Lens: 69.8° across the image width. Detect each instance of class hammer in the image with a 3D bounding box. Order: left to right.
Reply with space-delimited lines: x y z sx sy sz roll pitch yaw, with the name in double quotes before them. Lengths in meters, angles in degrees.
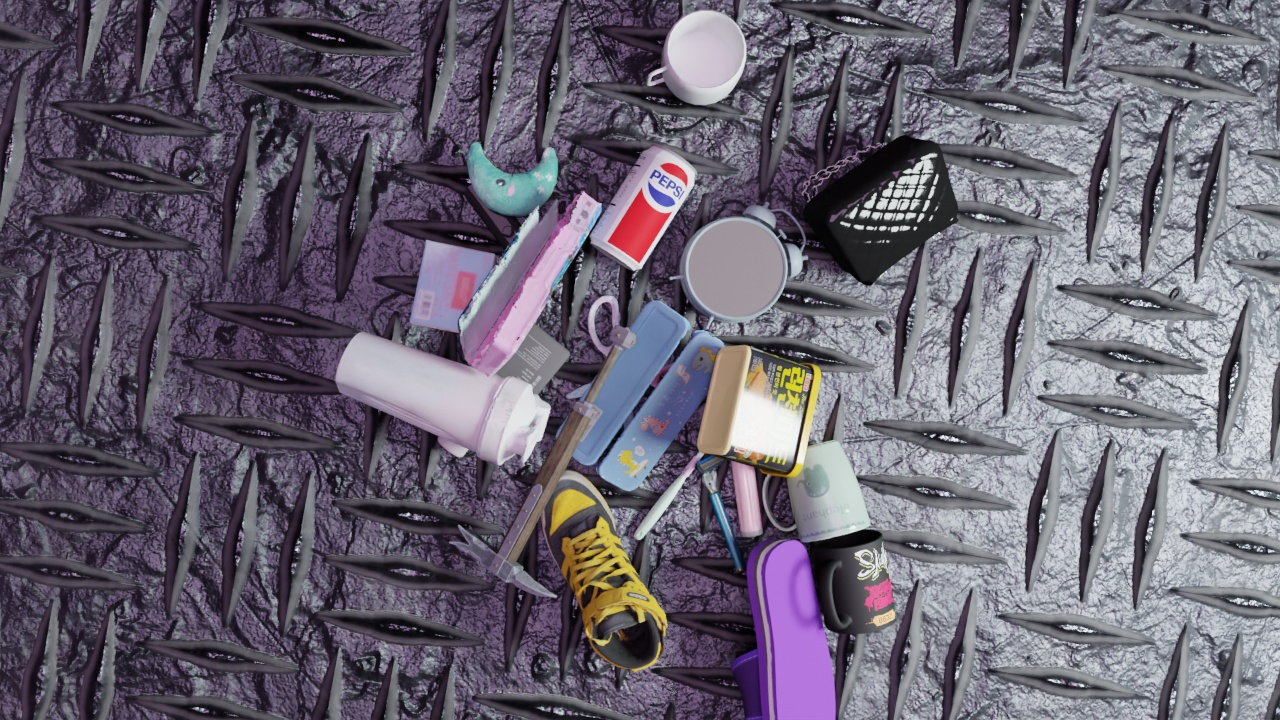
"hammer" -0.085 0.105 1.034 0.147 0.028 0.317 28 91 28

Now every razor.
"razor" 0.097 0.181 1.082 0.042 0.022 0.144 -22 97 -37

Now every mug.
"mug" 0.061 -0.339 1.043 0.115 0.068 0.094 -22 92 -1
"mug" 0.196 0.153 1.057 0.111 0.084 0.104 -18 81 18
"mug" 0.235 0.255 1.041 0.082 0.117 0.098 -9 92 36

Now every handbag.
"handbag" 0.273 -0.172 1.059 0.153 0.114 0.125 -37 116 -4

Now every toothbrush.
"toothbrush" 0.041 0.148 1.080 0.022 0.015 0.155 37 90 -1
"toothbrush" 0.117 0.096 1.076 0.027 0.026 0.222 -7 91 19

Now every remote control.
"remote control" -0.150 -0.145 1.067 0.033 0.015 0.147 -37 92 -1

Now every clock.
"clock" 0.118 -0.113 1.062 0.159 0.045 0.122 -36 93 1

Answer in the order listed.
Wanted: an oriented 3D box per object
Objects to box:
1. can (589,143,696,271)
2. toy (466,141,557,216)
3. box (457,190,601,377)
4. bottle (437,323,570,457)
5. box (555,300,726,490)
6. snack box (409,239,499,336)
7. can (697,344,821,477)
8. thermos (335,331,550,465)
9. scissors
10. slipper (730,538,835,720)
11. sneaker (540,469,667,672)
"can" 0.003 -0.173 1.044 0.070 0.070 0.132 32 90 -2
"toy" -0.147 -0.207 1.050 0.105 0.033 0.085 3 82 -16
"box" -0.126 -0.093 0.980 0.071 0.085 0.229 36 55 -14
"bottle" -0.166 0.034 1.055 0.084 0.046 0.174 39 90 -2
"box" 0.004 0.043 1.053 0.125 0.043 0.209 35 96 -2
"snack box" -0.202 -0.078 1.028 0.079 0.095 0.093 11 90 -3
"can" 0.132 0.055 1.028 0.101 0.073 0.130 17 81 -26
"thermos" -0.209 0.037 0.986 0.220 0.099 0.099 21 90 3
"scissors" -0.011 0.002 1.078 0.170 0.013 0.177 -17 94 2
"slipper" 0.150 0.336 1.054 0.107 0.084 0.266 -11 94 -43
"sneaker" -0.045 0.240 1.027 0.086 0.122 0.238 -29 93 -3
